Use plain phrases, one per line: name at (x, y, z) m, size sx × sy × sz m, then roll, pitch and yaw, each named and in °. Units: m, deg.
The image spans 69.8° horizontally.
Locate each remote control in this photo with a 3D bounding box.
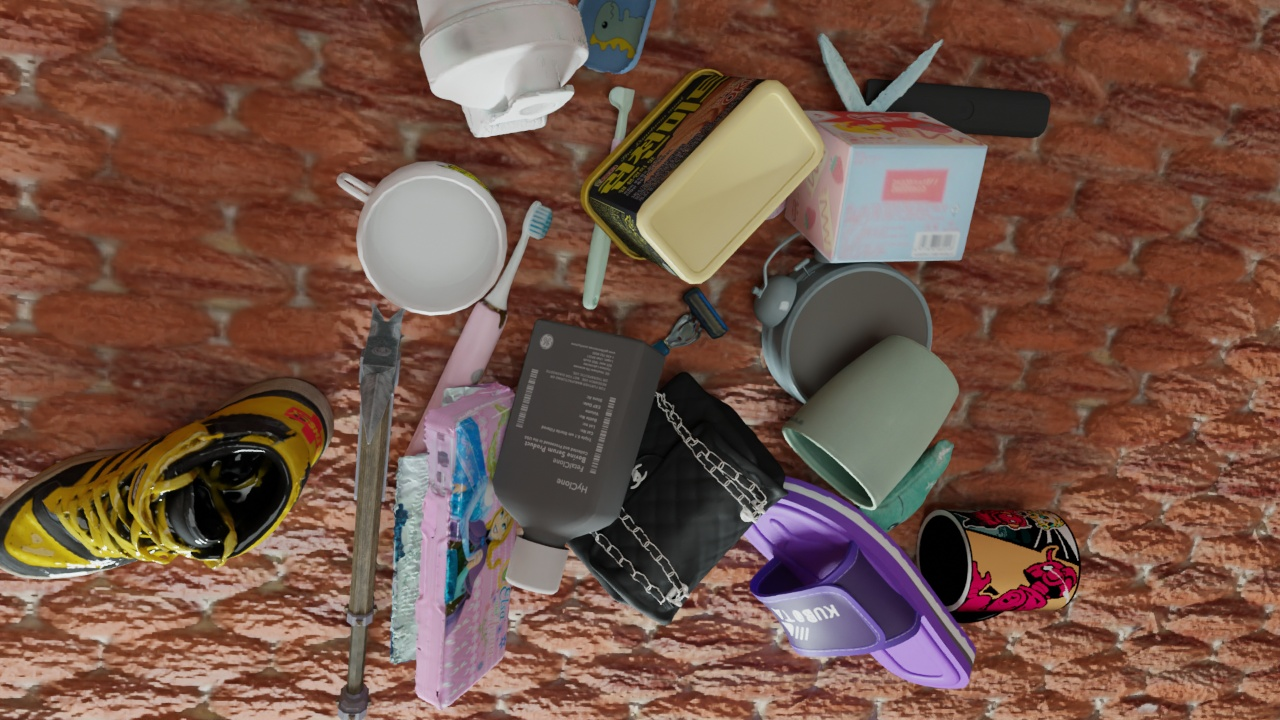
remote control at (0.229, -0.183, 0.669) m, size 0.146 × 0.015 × 0.033 m, roll 1°, pitch 107°, yaw -12°

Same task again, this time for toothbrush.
toothbrush at (-0.116, -0.009, 0.644) m, size 0.026 × 0.027 × 0.223 m, roll 30°, pitch 101°, yaw 15°
toothbrush at (-0.024, -0.110, 0.638) m, size 0.022 × 0.015 × 0.155 m, roll -5°, pitch 112°, yaw -43°

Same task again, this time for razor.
razor at (-0.004, 0.004, 0.677) m, size 0.144 × 0.022 × 0.042 m, roll -35°, pitch 74°, yaw 5°

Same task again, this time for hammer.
hammer at (-0.191, 0.134, 0.636) m, size 0.028 × 0.147 × 0.317 m, roll 5°, pitch 116°, yaw -14°

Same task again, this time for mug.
mug at (0.170, 0.047, 0.654) m, size 0.104 × 0.084 × 0.111 m, roll -45°, pitch 140°, yaw -9°
mug at (-0.143, -0.086, 0.592) m, size 0.115 × 0.068 × 0.094 m, roll 33°, pitch 98°, yaw -19°
mug at (0.289, 0.179, 0.766) m, size 0.098 × 0.081 × 0.118 m, roll 3°, pitch 127°, yaw -13°

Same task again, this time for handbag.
handbag at (0.013, 0.092, 0.641) m, size 0.154 × 0.125 × 0.114 m, roll -47°, pitch 133°, yaw 2°

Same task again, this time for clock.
clock at (0.149, -0.027, 0.685) m, size 0.122 × 0.045 × 0.159 m, roll -37°, pitch 112°, yaw 1°

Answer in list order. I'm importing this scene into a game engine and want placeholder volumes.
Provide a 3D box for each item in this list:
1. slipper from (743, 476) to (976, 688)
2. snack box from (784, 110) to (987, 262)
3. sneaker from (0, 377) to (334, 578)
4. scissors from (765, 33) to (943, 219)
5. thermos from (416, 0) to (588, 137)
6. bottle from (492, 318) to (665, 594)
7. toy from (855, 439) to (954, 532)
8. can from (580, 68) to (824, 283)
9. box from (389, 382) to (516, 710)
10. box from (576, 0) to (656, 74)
slipper at (0.163, 0.201, 0.715) m, size 0.266 × 0.107 × 0.083 m, roll 46°, pitch 54°, yaw -24°
snack box at (0.158, -0.118, 0.609) m, size 0.093 × 0.094 × 0.080 m, roll -2°, pitch 118°, yaw -11°
sneaker at (-0.315, 0.095, 0.585) m, size 0.238 × 0.122 × 0.086 m, roll -26°, pitch 109°, yaw -4°
scissors at (0.152, -0.150, 0.653) m, size 0.177 × 0.013 × 0.170 m, roll -34°, pitch 123°, yaw 9°
thermos at (-0.094, -0.244, 0.525) m, size 0.099 × 0.099 × 0.220 m, roll -14°, pitch 93°, yaw -8°
bottle at (-0.049, 0.066, 0.612) m, size 0.084 × 0.046 × 0.173 m, roll 13°, pitch 83°, yaw 23°
toy at (0.202, 0.108, 0.725) m, size 0.105 × 0.033 × 0.085 m, roll -33°, pitch 152°, yaw -19°
can at (0.038, -0.120, 0.592) m, size 0.131 × 0.101 × 0.072 m, roll -46°, pitch 119°, yaw -2°
box at (-0.136, 0.128, 0.659) m, size 0.071 × 0.084 × 0.231 m, roll 17°, pitch 112°, yaw 23°
box at (-0.027, -0.292, 0.568) m, size 0.125 × 0.043 × 0.209 m, roll 19°, pitch 104°, yaw 5°
